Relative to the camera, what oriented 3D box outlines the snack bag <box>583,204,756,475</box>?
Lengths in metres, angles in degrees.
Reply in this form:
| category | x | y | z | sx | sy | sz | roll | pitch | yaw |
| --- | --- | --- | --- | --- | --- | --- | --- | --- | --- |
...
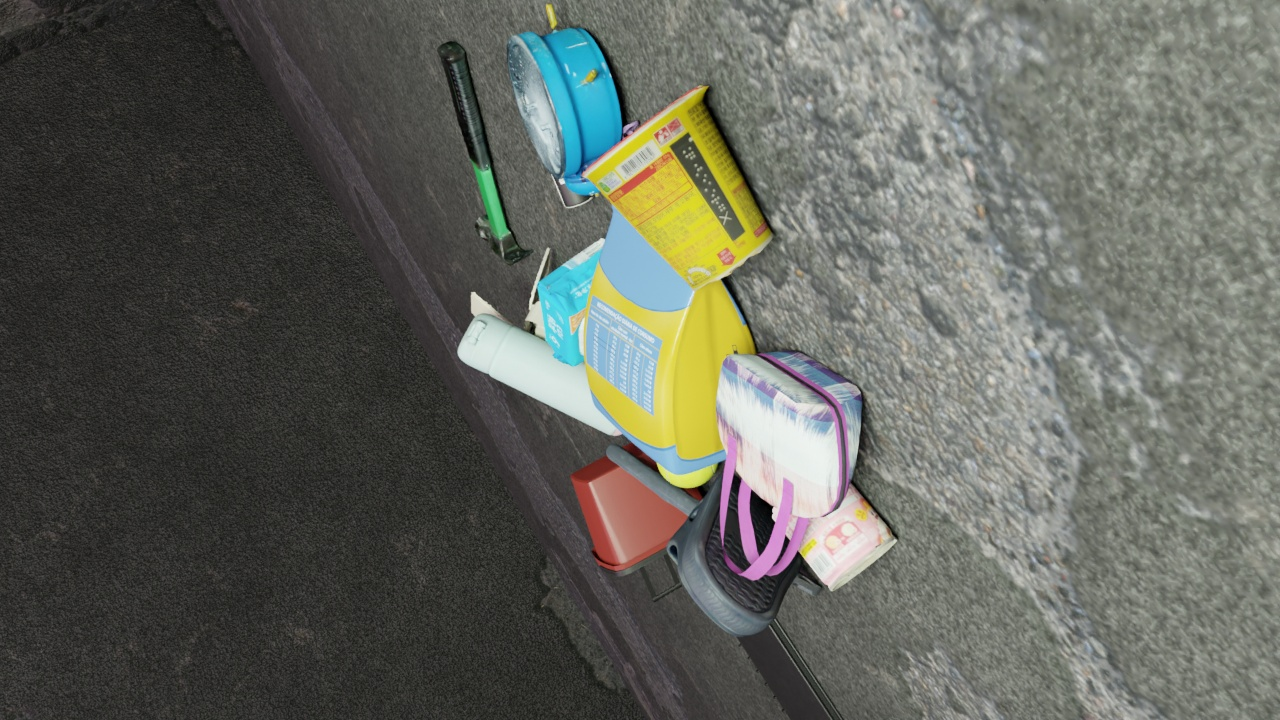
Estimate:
| category | x | y | z | sx | sy | sz | roll | pitch | yaw |
| --- | --- | --- | --- | --- | --- | --- | --- | --- | --- |
| snack bag | 0.021 | -0.030 | 0.789 | 0.159 | 0.102 | 0.205 | 36 | 138 | 53 |

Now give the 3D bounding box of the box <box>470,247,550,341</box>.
| category | x | y | z | sx | sy | sz | roll | pitch | yaw |
| --- | --- | --- | --- | --- | --- | --- | --- | --- | --- |
| box | -0.112 | -0.054 | 1.124 | 0.186 | 0.100 | 0.145 | 39 | 157 | 5 |

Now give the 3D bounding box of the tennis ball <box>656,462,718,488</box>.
| category | x | y | z | sx | sy | sz | roll | pitch | yaw |
| --- | --- | --- | --- | --- | --- | --- | --- | --- | --- |
| tennis ball | 0.049 | 0.100 | 0.956 | 0.065 | 0.065 | 0.065 | 51 | 161 | 25 |

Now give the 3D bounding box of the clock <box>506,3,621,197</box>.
| category | x | y | z | sx | sy | sz | roll | pitch | yaw |
| --- | --- | --- | --- | --- | --- | --- | --- | --- | --- |
| clock | -0.062 | -0.203 | 0.761 | 0.116 | 0.060 | 0.162 | 60 | 166 | 26 |

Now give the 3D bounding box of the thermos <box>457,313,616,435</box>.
| category | x | y | z | sx | sy | sz | roll | pitch | yaw |
| --- | --- | --- | --- | --- | --- | --- | --- | --- | --- |
| thermos | -0.111 | 0.013 | 1.063 | 0.207 | 0.065 | 0.078 | 26 | 170 | -1 |

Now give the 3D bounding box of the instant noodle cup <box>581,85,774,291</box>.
| category | x | y | z | sx | sy | sz | roll | pitch | yaw |
| --- | --- | --- | --- | --- | --- | --- | --- | --- | --- |
| instant noodle cup | 0.031 | -0.111 | 0.630 | 0.112 | 0.100 | 0.100 | 54 | 164 | -10 |

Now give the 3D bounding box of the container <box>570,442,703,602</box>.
| category | x | y | z | sx | sy | sz | roll | pitch | yaw |
| --- | --- | --- | --- | --- | --- | --- | --- | --- | --- |
| container | 0.014 | 0.203 | 1.084 | 0.201 | 0.148 | 0.127 | 66 | 163 | -7 |

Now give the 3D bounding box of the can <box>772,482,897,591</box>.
| category | x | y | z | sx | sy | sz | roll | pitch | yaw |
| --- | --- | --- | --- | --- | --- | --- | --- | --- | --- |
| can | 0.150 | 0.130 | 0.719 | 0.076 | 0.067 | 0.067 | 52 | 161 | 22 |

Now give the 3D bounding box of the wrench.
| category | x | y | z | sx | sy | sz | roll | pitch | yaw |
| --- | --- | --- | --- | --- | --- | --- | --- | --- | --- |
| wrench | 0.070 | 0.165 | 0.961 | 0.273 | 0.022 | 0.073 | 32 | 179 | 25 |

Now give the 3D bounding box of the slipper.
| category | x | y | z | sx | sy | sz | roll | pitch | yaw |
| --- | --- | --- | --- | --- | --- | --- | --- | --- | --- |
| slipper | 0.076 | 0.181 | 0.810 | 0.110 | 0.083 | 0.267 | 44 | -165 | 4 |

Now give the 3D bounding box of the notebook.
| category | x | y | z | sx | sy | sz | roll | pitch | yaw |
| --- | --- | --- | --- | --- | --- | --- | --- | --- | --- |
| notebook | 0.163 | 0.369 | 1.158 | 0.231 | 0.019 | 0.169 | 56 | 161 | 12 |

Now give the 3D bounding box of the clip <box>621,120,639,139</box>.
| category | x | y | z | sx | sy | sz | roll | pitch | yaw |
| --- | --- | --- | --- | --- | --- | --- | --- | --- | --- |
| clip | -0.009 | -0.181 | 0.750 | 0.036 | 0.013 | 0.052 | 64 | 165 | -11 |

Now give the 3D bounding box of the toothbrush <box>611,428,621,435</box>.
| category | x | y | z | sx | sy | sz | roll | pitch | yaw |
| --- | --- | --- | --- | --- | --- | --- | --- | --- | --- |
| toothbrush | -0.007 | 0.066 | 1.091 | 0.027 | 0.026 | 0.223 | 45 | 163 | -2 |

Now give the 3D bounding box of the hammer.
| category | x | y | z | sx | sy | sz | roll | pitch | yaw |
| --- | --- | --- | --- | --- | --- | --- | --- | --- | --- |
| hammer | -0.197 | -0.245 | 1.141 | 0.130 | 0.032 | 0.319 | 48 | 159 | 35 |

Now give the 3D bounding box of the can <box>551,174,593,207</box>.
| category | x | y | z | sx | sy | sz | roll | pitch | yaw |
| --- | --- | --- | --- | --- | --- | --- | --- | --- | --- |
| can | -0.073 | -0.189 | 0.881 | 0.031 | 0.031 | 0.080 | 28 | 144 | 60 |

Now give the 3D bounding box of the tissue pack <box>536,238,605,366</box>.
| category | x | y | z | sx | sy | sz | roll | pitch | yaw |
| --- | --- | --- | --- | --- | --- | --- | --- | --- | --- |
| tissue pack | -0.052 | -0.056 | 0.943 | 0.061 | 0.092 | 0.145 | 46 | 160 | 19 |

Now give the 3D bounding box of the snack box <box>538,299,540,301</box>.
| category | x | y | z | sx | sy | sz | roll | pitch | yaw |
| --- | --- | --- | --- | --- | --- | --- | --- | --- | --- |
| snack box | -0.106 | -0.018 | 1.270 | 0.089 | 0.021 | 0.133 | 49 | 160 | 29 |

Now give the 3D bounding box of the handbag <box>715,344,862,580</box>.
| category | x | y | z | sx | sy | sz | roll | pitch | yaw |
| --- | --- | --- | --- | --- | --- | --- | --- | --- | --- |
| handbag | 0.096 | 0.084 | 0.681 | 0.144 | 0.068 | 0.170 | 38 | 126 | 50 |
